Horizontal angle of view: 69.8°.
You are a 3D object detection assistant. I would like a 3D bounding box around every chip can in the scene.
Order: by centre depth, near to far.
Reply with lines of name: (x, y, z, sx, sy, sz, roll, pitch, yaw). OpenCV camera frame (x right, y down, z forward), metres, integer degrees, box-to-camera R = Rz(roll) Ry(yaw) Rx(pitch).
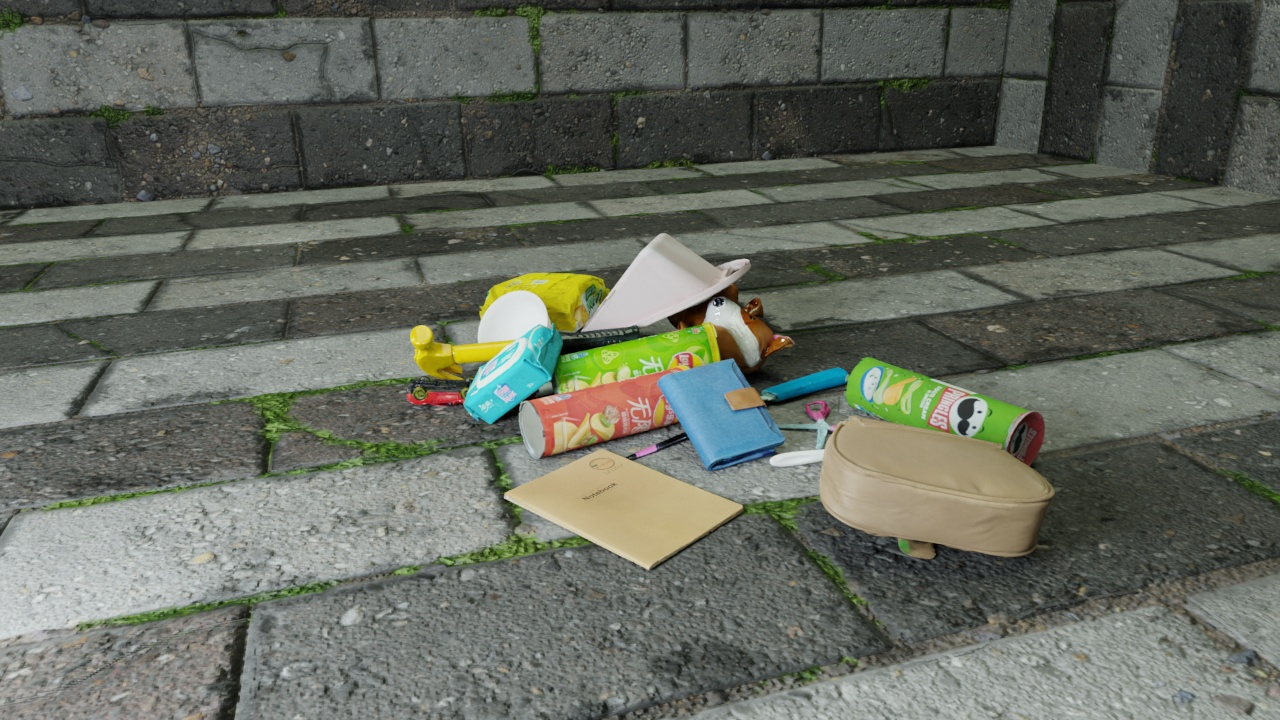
chip can: (0.351, 0.058, 1.083, 0.072, 0.072, 0.236, -15, 24, -32)
chip can: (-0.034, 0.060, 1.099, 0.216, 0.073, 0.073, -12, 23, -26)
chip can: (-0.007, 0.007, 1.194, 0.221, 0.073, 0.072, -13, 22, -4)

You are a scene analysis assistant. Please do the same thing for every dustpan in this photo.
dustpan: (0.025, -0.076, 1.347, 0.139, 0.274, 0.222, 38, 22, -3)

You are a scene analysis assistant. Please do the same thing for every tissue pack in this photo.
tissue pack: (-0.157, 0.014, 1.157, 0.134, 0.050, 0.093, -35, 21, 24)

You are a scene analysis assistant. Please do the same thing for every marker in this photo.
marker: (-0.117, 0.037, 1.242, 0.130, 0.018, 0.022, -14, 33, -29)

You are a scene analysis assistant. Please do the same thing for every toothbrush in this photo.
toothbrush: (0.233, 0.102, 1.036, 0.180, 0.016, 0.016, -7, 8, -5)
toothbrush: (0.058, 0.086, 1.101, 0.188, 0.018, 0.014, -17, 24, -34)

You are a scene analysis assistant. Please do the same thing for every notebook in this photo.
notebook: (-0.019, 0.147, 0.952, 0.208, 0.008, 0.147, 17, 27, 40)

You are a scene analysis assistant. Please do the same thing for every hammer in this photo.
hammer: (-0.150, -0.017, 1.232, 0.300, 0.129, 0.032, -6, 64, -4)

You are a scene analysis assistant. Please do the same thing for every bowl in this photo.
bowl: (-0.173, -0.037, 1.355, 0.118, 0.118, 0.064, 11, -14, 29)

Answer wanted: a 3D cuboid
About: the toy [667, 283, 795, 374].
toy: (0.123, -0.045, 1.313, 0.140, 0.130, 0.199, -28, 35, -3)

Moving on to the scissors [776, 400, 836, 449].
scissors: (0.227, 0.078, 1.119, 0.133, 0.017, 0.133, -1, 24, 12)

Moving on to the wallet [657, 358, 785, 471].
wallet: (0.094, 0.060, 1.065, 0.106, 0.040, 0.133, -12, 54, -25)

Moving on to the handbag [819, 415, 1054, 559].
handbag: (0.270, 0.121, 0.868, 0.204, 0.100, 0.147, 12, 22, 2)

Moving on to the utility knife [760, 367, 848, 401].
utility knife: (0.194, 0.040, 1.212, 0.218, 0.018, 0.034, -13, 25, -32)

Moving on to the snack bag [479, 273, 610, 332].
snack bag: (-0.153, -0.099, 1.498, 0.158, 0.068, 0.246, 4, 14, 11)

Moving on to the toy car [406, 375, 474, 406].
toy car: (-0.254, 0.042, 1.213, 0.106, 0.031, 0.049, -1, 21, -4)
